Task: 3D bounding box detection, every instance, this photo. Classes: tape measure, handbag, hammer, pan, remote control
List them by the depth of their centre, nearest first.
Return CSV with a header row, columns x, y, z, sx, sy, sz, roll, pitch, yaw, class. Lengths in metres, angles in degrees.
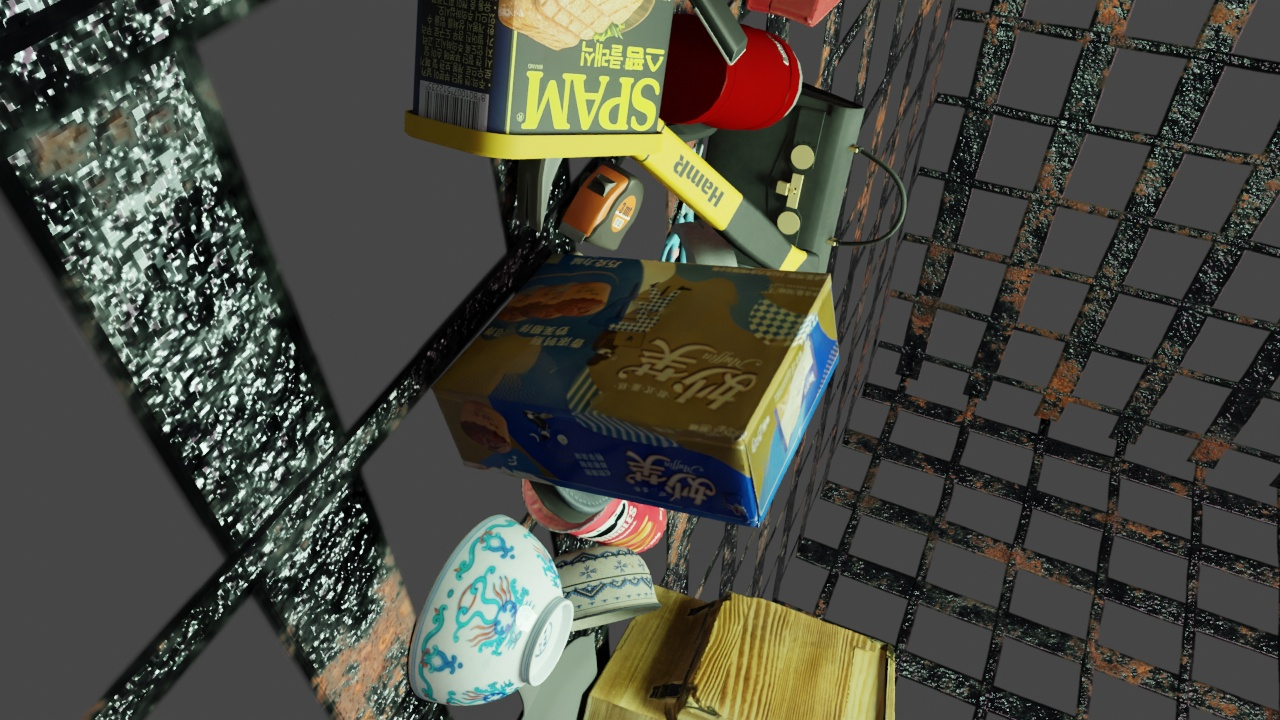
x,y,z,sx,sy,sz,roll,pitch,yaw,class
0.035,-0.258,0.616,0.124,0.012,0.028,53,45,-19,remote control
-0.029,-0.112,0.654,0.059,0.038,0.058,-61,163,10,tape measure
0.043,-0.117,0.655,0.324,0.034,0.170,29,91,-47,hammer
0.159,-0.164,0.867,0.072,0.196,0.176,-23,131,-45,handbag
0.055,-0.014,0.891,0.329,0.039,0.131,93,-16,-63,hammer
-0.094,0.353,0.917,0.355,0.024,0.216,81,32,-54,pan

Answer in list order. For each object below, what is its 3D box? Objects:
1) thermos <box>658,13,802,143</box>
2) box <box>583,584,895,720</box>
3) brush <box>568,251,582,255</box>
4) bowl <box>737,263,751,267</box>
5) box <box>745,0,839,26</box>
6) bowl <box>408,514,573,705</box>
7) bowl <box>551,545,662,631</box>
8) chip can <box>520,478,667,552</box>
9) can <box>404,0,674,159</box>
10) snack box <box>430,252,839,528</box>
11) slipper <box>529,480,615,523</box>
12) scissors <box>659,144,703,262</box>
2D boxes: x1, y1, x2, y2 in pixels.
x,y,z,sx,sy,sz,roll,pitch,yaw,class
0.061,-0.222,0.747,0.108,0.084,0.198,-48,171,27,thermos
0.114,0.442,1.083,0.278,0.336,0.286,-35,138,-69,box
-0.053,-0.015,0.706,0.038,0.012,0.151,-47,150,-52,brush
0.093,-0.081,0.967,0.039,0.106,0.106,61,25,0,bowl
0.168,-0.402,0.858,0.157,0.098,0.130,-55,160,-42,box
-0.097,0.195,0.678,0.144,0.074,0.144,19,89,-72,bowl
-0.044,0.196,0.795,0.115,0.115,0.059,50,25,-69,bowl
-0.032,0.127,0.809,0.233,0.073,0.073,53,57,-69,chip can
-0.045,-0.161,0.459,0.135,0.075,0.104,-17,122,-50,can
0.001,0.007,0.568,0.154,0.203,0.069,-55,141,-41,snack box
0.008,0.026,0.700,0.109,0.084,0.264,59,29,-9,slipper
0.049,-0.141,0.880,0.095,0.015,0.142,-18,130,-67,scissors
